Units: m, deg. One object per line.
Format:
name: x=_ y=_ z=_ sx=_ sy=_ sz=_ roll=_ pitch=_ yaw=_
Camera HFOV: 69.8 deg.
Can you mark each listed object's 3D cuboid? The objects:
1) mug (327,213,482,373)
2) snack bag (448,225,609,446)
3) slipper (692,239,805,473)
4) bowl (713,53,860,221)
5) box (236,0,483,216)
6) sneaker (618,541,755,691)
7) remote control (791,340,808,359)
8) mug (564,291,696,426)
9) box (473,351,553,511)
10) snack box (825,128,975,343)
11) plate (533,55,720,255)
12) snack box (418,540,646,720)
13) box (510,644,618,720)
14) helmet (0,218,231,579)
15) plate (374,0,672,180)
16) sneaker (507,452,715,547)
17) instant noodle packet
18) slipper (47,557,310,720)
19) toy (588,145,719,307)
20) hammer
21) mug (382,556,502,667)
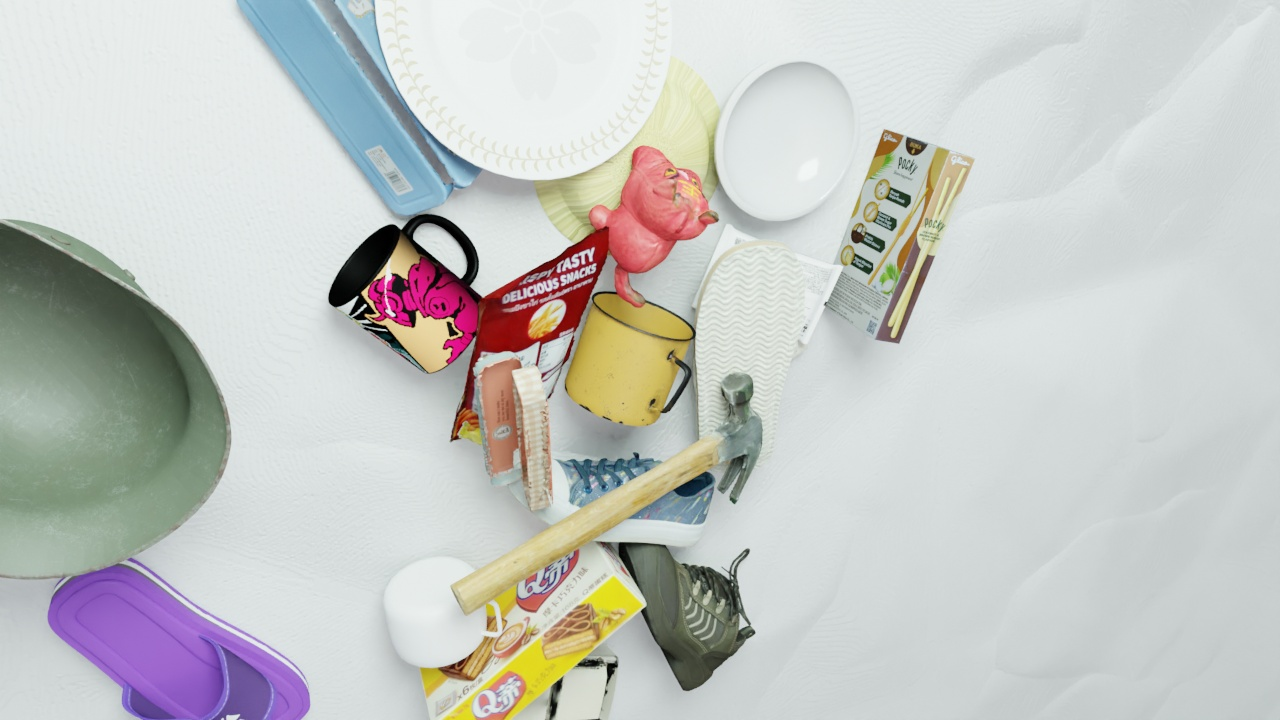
mug: x=-0.183 y=-0.065 z=0.762 sx=0.098 sy=0.082 sz=0.117 roll=42 pitch=66 yaw=-33
snack bag: x=-0.094 y=-0.011 z=0.780 sx=0.138 sy=0.066 sz=0.208 roll=-28 pitch=157 yaw=-40
slipper: x=0.103 y=-0.002 z=0.905 sx=0.115 sy=0.052 sz=0.263 roll=-2 pitch=123 yaw=-8
bowl: x=0.127 y=-0.206 z=0.842 sx=0.149 sy=0.043 sz=0.150 roll=-10 pitch=118 yaw=-20
box: x=-0.205 y=-0.217 z=0.703 sx=0.209 sy=0.073 sz=0.085 roll=59 pitch=44 yaw=-34
sneaker: x=0.072 y=0.261 z=1.012 sx=0.143 sy=0.101 sz=0.238 roll=-27 pitch=127 yaw=-5
remote control: x=0.120 y=0.004 z=0.958 sx=0.125 sy=0.018 sz=0.038 roll=-36 pitch=123 yaw=-3
mug: x=-0.005 y=0.005 z=0.841 sx=0.100 sy=0.124 sz=0.094 roll=0 pitch=118 yaw=-46
box: x=-0.104 y=0.066 z=0.769 sx=0.071 sy=0.056 sz=0.187 roll=8 pitch=142 yaw=3
snack box: x=0.246 y=-0.122 z=0.900 sx=0.031 sy=0.101 sz=0.186 roll=7 pitch=111 yaw=-27
plate: x=-0.001 y=-0.175 z=0.805 sx=0.184 sy=0.036 sz=0.185 roll=-10 pitch=118 yaw=-19
snack box: x=-0.114 y=0.275 z=0.933 sx=0.230 sy=0.110 sz=0.062 roll=-40 pitch=120 yaw=-1
box: x=-0.112 y=0.402 z=1.036 sx=0.144 sy=0.058 sz=0.188 roll=9 pitch=107 yaw=-26
helmet: x=-0.426 y=0.000 z=0.634 sx=0.227 sy=0.154 sz=0.268 roll=-36 pitch=128 yaw=-6
plate: x=-0.085 y=-0.264 z=0.714 sx=0.242 sy=0.016 sz=0.242 roll=-6 pitch=103 yaw=-26
sneaker: x=-0.017 y=0.129 z=0.919 sx=0.235 sy=0.087 sz=0.079 roll=17 pitch=110 yaw=-33
instant noodle packet: x=0.127 y=-0.074 z=0.909 sx=0.134 sy=0.026 sz=0.087 roll=17 pitch=107 yaw=-19
slipper: x=-0.411 y=0.289 z=0.826 sx=0.107 sy=0.084 sz=0.266 roll=-36 pitch=123 yaw=-4
toy: x=0.008 y=-0.103 z=0.766 sx=0.088 sy=0.094 sz=0.133 roll=11 pitch=112 yaw=-28
hammer: x=-0.021 y=0.137 z=0.851 sx=0.329 sy=0.033 sz=0.132 roll=-28 pitch=130 yaw=-20
mug: x=-0.188 y=0.242 z=0.886 sx=0.116 sy=0.094 sz=0.068 roll=4 pitch=117 yaw=16
